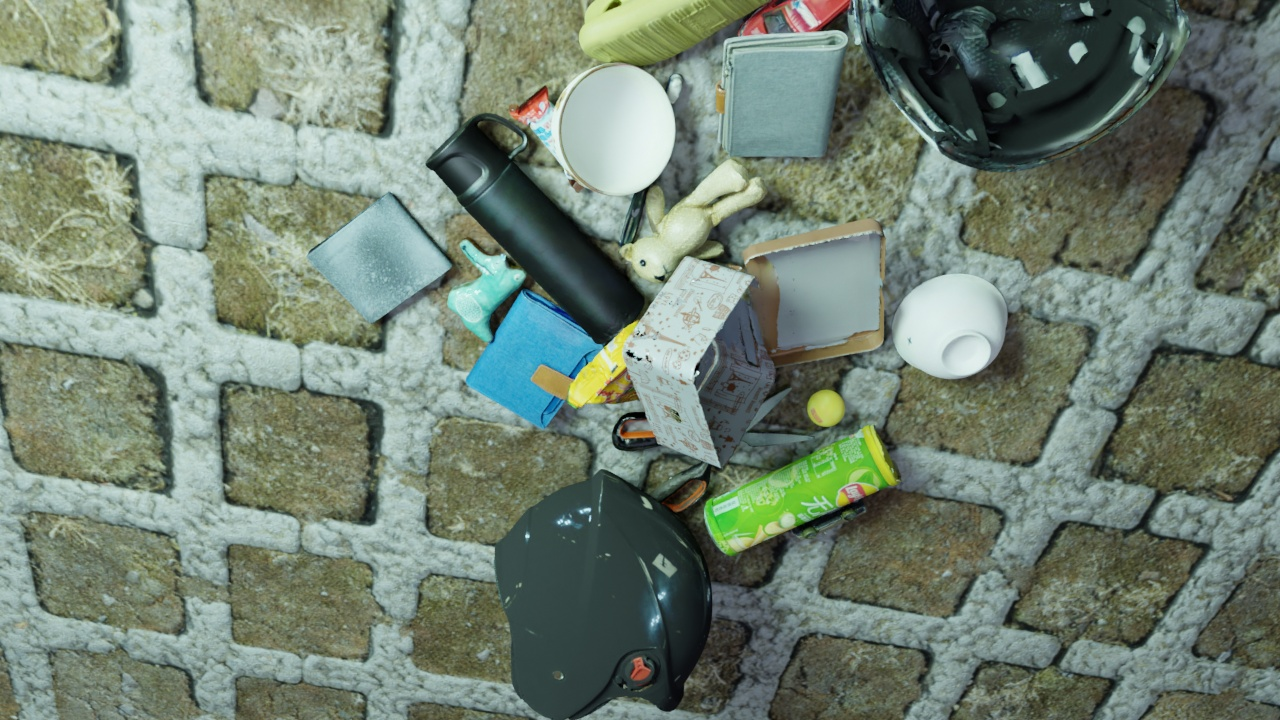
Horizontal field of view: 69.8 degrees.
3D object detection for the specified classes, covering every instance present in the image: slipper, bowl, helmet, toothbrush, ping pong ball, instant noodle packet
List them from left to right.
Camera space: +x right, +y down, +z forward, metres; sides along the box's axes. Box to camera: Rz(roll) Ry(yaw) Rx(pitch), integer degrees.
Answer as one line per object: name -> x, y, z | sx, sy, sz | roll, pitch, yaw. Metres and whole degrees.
bowl -> -0.032, -0.208, 0.825 | 0.113, 0.062, 0.113 | -8, 109, -26
helmet -> -0.031, 0.258, 1.019 | 0.274, 0.233, 0.230 | 35, 101, -11
instant noodle packet -> -0.006, 0.005, 0.934 | 0.111, 0.128, 0.044 | -47, 68, 24
toothbrush -> 0.009, -0.184, 0.876 | 0.015, 0.018, 0.181 | 11, 123, -14
slipper -> 0.034, -0.314, 0.769 | 0.191, 0.091, 0.081 | -18, 79, 23
ping pong ball -> 0.202, 0.052, 0.996 | 0.040, 0.040, 0.040 | 1, 121, 1
bowl -> 0.323, -0.022, 0.935 | 0.118, 0.064, 0.118 | 1, 121, 1
helmet -> 0.281, -0.294, 0.721 | 0.230, 0.156, 0.274 | -28, 106, 18

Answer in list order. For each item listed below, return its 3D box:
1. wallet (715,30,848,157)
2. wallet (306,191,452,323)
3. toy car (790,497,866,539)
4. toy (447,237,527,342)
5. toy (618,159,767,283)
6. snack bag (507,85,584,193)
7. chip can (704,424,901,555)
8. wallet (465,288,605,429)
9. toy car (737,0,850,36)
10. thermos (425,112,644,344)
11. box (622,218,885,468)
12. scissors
wallet -> 0.119, -0.233, 0.808 | 0.106, 0.037, 0.130 | 0, 151, 3
wallet -> -0.266, -0.102, 0.934 | 0.121, 0.019, 0.097 | -31, 113, 20
toy car -> 0.217, 0.179, 1.071 | 0.090, 0.042, 0.035 | -26, 139, 10
toy -> -0.161, -0.077, 0.940 | 0.092, 0.030, 0.096 | -39, 105, 17
toy -> 0.052, -0.129, 0.878 | 0.105, 0.066, 0.158 | 29, 127, -34
snack bag -> -0.075, -0.208, 0.858 | 0.045, 0.026, 0.105 | -37, 116, 13
chip can -> 0.178, 0.150, 1.038 | 0.222, 0.072, 0.072 | -27, 116, 17
wallet -> -0.112, 0.001, 0.980 | 0.106, 0.040, 0.133 | 32, 118, -11
toy car -> 0.139, -0.301, 0.785 | 0.121, 0.045, 0.053 | -36, 113, 23
thermos -> -0.090, -0.128, 0.886 | 0.090, 0.068, 0.242 | -43, 112, 1
box -> 0.113, -0.026, 0.895 | 0.272, 0.130, 0.179 | -32, 142, -10
scissors -> 0.072, 0.097, 1.039 | 0.225, 0.021, 0.221 | 23, 119, -11
